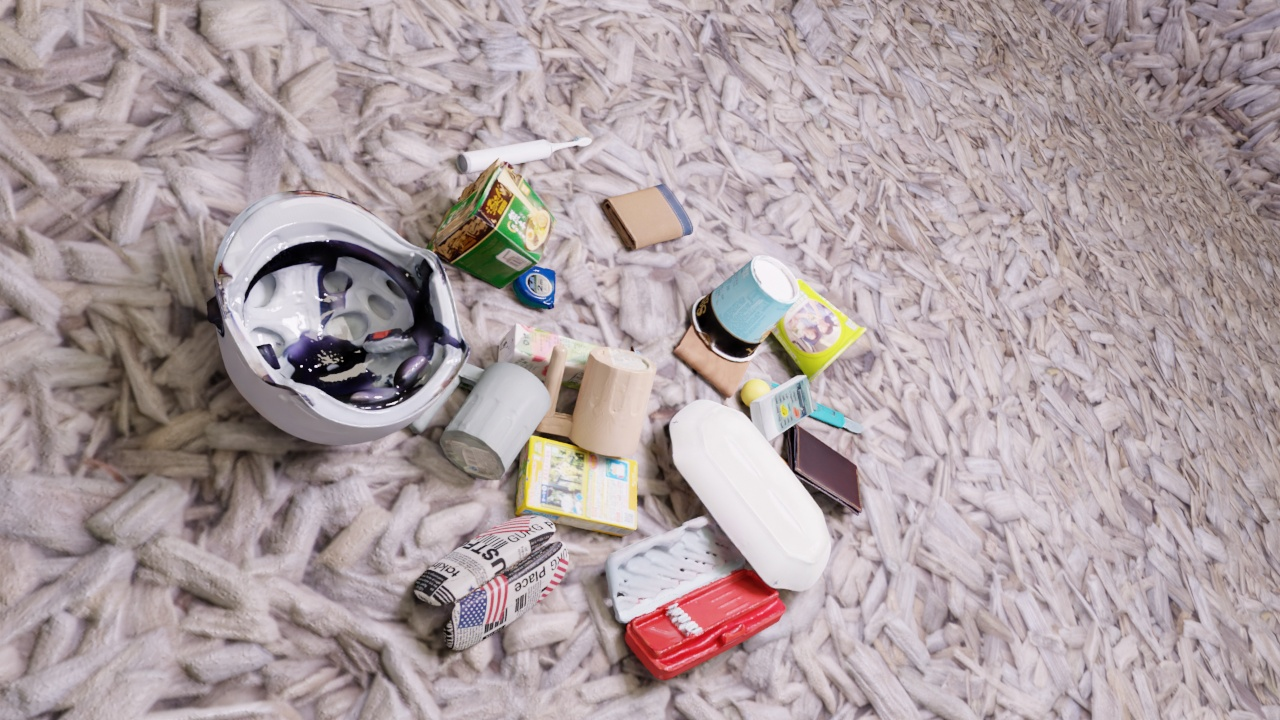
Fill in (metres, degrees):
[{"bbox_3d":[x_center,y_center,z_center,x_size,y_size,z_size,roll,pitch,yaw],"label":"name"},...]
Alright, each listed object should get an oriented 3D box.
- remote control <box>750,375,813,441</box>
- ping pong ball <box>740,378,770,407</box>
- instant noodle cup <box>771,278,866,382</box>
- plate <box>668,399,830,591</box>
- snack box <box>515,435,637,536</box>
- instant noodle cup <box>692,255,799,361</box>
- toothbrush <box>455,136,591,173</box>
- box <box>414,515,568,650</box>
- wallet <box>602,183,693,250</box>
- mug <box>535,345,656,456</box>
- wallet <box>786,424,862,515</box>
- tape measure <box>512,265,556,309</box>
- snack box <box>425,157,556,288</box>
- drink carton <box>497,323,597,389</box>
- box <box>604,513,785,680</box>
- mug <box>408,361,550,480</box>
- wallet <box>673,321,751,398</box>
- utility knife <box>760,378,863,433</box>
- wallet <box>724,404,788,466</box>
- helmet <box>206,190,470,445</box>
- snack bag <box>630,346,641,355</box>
[{"bbox_3d":[0.192,0.064,1.233,0.134,0.019,0.056,-23,103,-49],"label":"remote control"},{"bbox_3d":[0.156,0.045,1.242,0.040,0.040,0.040,17,56,-26],"label":"ping pong ball"},{"bbox_3d":[0.241,-0.050,1.319,0.123,0.112,0.111,48,47,9],"label":"instant noodle cup"},{"bbox_3d":[0.142,0.155,1.117,0.265,0.034,0.161,53,39,6],"label":"plate"},{"bbox_3d":[-0.070,0.143,1.037,0.140,0.034,0.086,18,55,-27],"label":"snack box"},{"bbox_3d":[0.147,-0.075,1.234,0.111,0.121,0.111,20,48,-24],"label":"instant noodle cup"},{"bbox_3d":[-0.150,-0.282,1.236,0.220,0.027,0.026,-23,44,-40],"label":"toothbrush"},{"bbox_3d":[-0.146,0.225,0.933,0.161,0.076,0.086,-26,111,-44],"label":"box"},{"bbox_3d":[0.011,-0.203,1.297,0.115,0.033,0.090,-22,75,-40],"label":"wallet"},{"bbox_3d":[-0.051,0.042,1.049,0.124,0.104,0.084,13,17,-8],"label":"mug"},{"bbox_3d":[0.250,0.147,1.243,0.122,0.020,0.096,33,36,-17],"label":"wallet"},{"bbox_3d":[-0.131,-0.091,1.138,0.054,0.025,0.058,14,53,-25],"label":"tape measure"},{"bbox_3d":[-0.171,-0.155,1.098,0.105,0.118,0.117,38,48,-23],"label":"snack box"},{"bbox_3d":[-0.104,-0.004,1.085,0.122,0.054,0.045,14,56,-28],"label":"drink carton"},{"bbox_3d":[0.060,0.261,1.039,0.200,0.070,0.157,-13,66,-38],"label":"box"},{"bbox_3d":[-0.174,0.059,0.993,0.124,0.084,0.103,20,50,11],"label":"mug"},{"bbox_3d":[0.106,-0.016,1.260,0.101,0.020,0.115,41,45,-6],"label":"wallet"},{"bbox_3d":[0.247,0.068,1.309,0.185,0.013,0.029,23,56,-22],"label":"utility knife"},{"bbox_3d":[0.129,0.136,1.179,0.130,0.035,0.118,45,41,-4],"label":"wallet"},{"bbox_3d":[-0.304,-0.025,0.901,0.228,0.146,0.258,-22,69,-42],"label":"helmet"},{"bbox_3d":[-0.007,0.007,1.127,0.026,0.105,0.045,-22,89,-6],"label":"snack bag"}]
